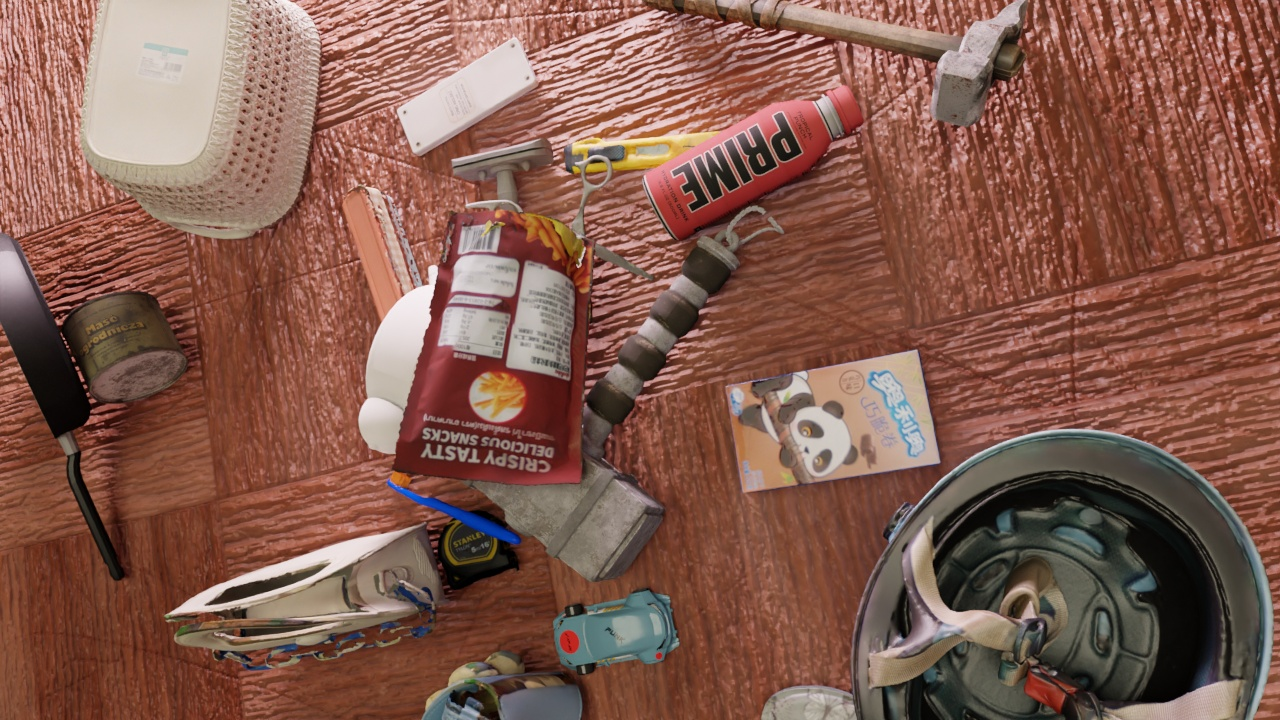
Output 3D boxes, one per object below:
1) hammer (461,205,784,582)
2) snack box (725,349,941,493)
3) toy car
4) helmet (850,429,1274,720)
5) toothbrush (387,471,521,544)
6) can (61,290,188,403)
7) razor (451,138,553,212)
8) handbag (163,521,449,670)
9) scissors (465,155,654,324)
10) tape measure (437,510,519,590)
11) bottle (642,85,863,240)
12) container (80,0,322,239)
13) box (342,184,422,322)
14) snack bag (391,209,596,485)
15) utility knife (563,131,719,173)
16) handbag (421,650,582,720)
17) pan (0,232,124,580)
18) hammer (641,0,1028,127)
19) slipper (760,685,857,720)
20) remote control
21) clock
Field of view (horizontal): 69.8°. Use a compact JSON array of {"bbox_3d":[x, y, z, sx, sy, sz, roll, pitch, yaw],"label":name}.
[{"bbox_3d":[-0.005,0.005,0.749,0.177,0.079,0.326,36,90,18],"label":"hammer"},{"bbox_3d":[0.147,0.049,0.712,0.151,0.034,0.087,-11,81,16],"label":"snack box"},{"bbox_3d":[-0.025,0.224,0.750,0.108,0.027,0.060,-15,80,15],"label":"toy car"},{"bbox_3d":[0.257,0.172,0.594,0.225,0.166,0.266,29,95,16],"label":"helmet"},{"bbox_3d":[-0.161,0.123,0.778,0.183,0.016,0.018,13,79,41],"label":"toothbrush"},{"bbox_3d":[-0.501,-0.013,0.893,0.090,0.089,0.074,-36,75,11],"label":"can"},{"bbox_3d":[-0.115,-0.130,0.814,0.088,0.047,0.116,-9,89,16],"label":"razor"},{"bbox_3d":[-0.266,0.201,0.741,0.201,0.199,0.093,-17,83,17],"label":"handbag"},{"bbox_3d":[-0.067,-0.109,0.786,0.175,0.014,0.141,14,98,2],"label":"scissors"},{"bbox_3d":[-0.142,0.160,0.791,0.062,0.034,0.061,-19,83,5],"label":"tape measure"},{"bbox_3d":[0.092,-0.163,0.738,0.177,0.062,0.062,-26,77,13],"label":"bottle"},{"bbox_3d":[-0.414,-0.250,0.864,0.184,0.143,0.246,5,85,5],"label":"container"},{"bbox_3d":[-0.229,-0.074,0.838,0.059,0.056,0.186,-19,78,-18],"label":"box"},{"bbox_3d":[-0.102,-0.010,0.697,0.139,0.067,0.207,8,71,-10],"label":"snack bag"},{"bbox_3d":[0.003,-0.181,0.794,0.151,0.017,0.030,-1,93,14],"label":"utility knife"},{"bbox_3d":[-0.129,0.330,0.731,0.119,0.121,0.192,19,92,35],"label":"handbag"},{"bbox_3d":[-0.563,0.046,0.895,0.204,0.044,0.356,-6,106,58],"label":"pan"},{"bbox_3d":[0.143,-0.270,0.733,0.319,0.049,0.121,22,57,24],"label":"hammer"},{"bbox_3d":[0.189,0.350,0.658,0.098,0.054,0.268,-40,76,7],"label":"slipper"},{"bbox_3d":[-0.161,-0.244,0.853,0.136,0.011,0.050,-27,77,13],"label":"remote control"},{"bbox_3d":[-0.177,0.003,0.770,0.073,0.125,0.160,19,83,20],"label":"clock"}]
